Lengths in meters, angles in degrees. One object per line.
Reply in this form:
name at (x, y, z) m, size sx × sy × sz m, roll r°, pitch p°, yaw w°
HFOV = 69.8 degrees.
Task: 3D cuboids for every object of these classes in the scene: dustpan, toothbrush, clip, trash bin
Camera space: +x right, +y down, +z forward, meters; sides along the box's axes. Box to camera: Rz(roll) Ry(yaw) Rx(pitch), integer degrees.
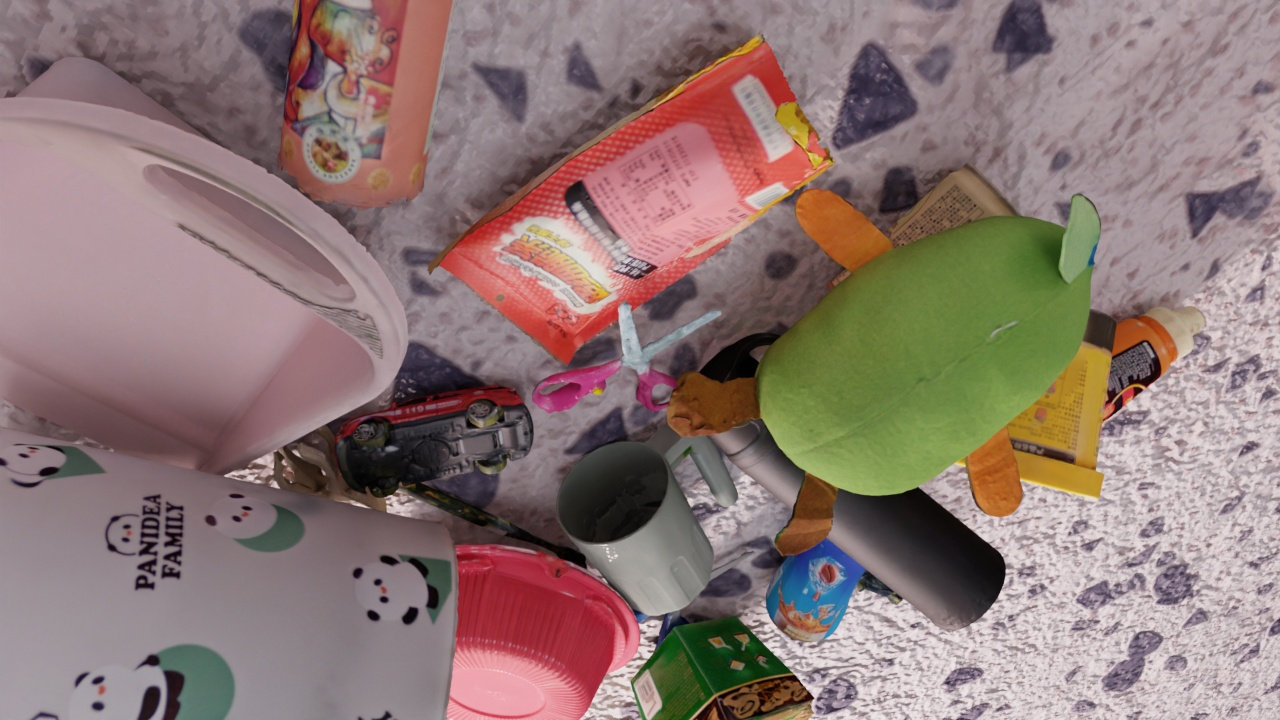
dustpan at (-0.245, -0.015, 0.428) m, size 0.274 × 0.138 × 0.222 m, roll -43°, pitch 128°, yaw 17°
toothbrush at (-0.107, 0.117, 0.652) m, size 0.185 × 0.017 × 0.012 m, roll 33°, pitch 109°, yaw -34°
clip at (-0.203, 0.077, 0.585) m, size 0.070 × 0.034 × 0.100 m, roll -19°, pitch 139°, yaw -2°
trash bin at (-0.245, 0.162, 0.499) m, size 0.251 × 0.229 × 0.230 m, roll 12°, pitch 123°, yaw -21°

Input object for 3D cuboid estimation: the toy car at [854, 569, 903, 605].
toy car at (0.211, 0.180, 0.788) m, size 0.090 × 0.034 × 0.043 m, roll 27°, pitch 113°, yaw -34°

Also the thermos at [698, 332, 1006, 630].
thermos at (0.143, 0.078, 0.611) m, size 0.242 × 0.068 × 0.090 m, roll 39°, pitch 110°, yaw -13°

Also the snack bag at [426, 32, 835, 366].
snack bag at (0.000, -0.080, 0.502) m, size 0.208 × 0.073 × 0.128 m, roll -32°, pitch 143°, yaw 16°

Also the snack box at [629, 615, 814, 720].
snack box at (0.058, 0.280, 0.758) m, size 0.117 × 0.105 × 0.118 m, roll 5°, pitch 126°, yaw -43°

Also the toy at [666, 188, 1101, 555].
toy at (0.147, 0.005, 0.518) m, size 0.247 × 0.090 × 0.227 m, roll -34°, pitch 105°, yaw 10°

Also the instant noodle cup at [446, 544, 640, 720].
instant noodle cup at (-0.099, 0.212, 0.661) m, size 0.194 × 0.065 × 0.194 m, roll 5°, pitch 136°, yaw 5°

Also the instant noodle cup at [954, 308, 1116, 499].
instant noodle cup at (0.250, 0.021, 0.603) m, size 0.118 × 0.118 × 0.114 m, roll 14°, pitch 89°, yaw -26°

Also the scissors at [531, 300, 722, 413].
scissors at (-0.003, 0.004, 0.575) m, size 0.133 × 0.017 × 0.133 m, roll -29°, pitch 145°, yaw 20°

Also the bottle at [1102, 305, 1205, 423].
bottle at (0.346, 0.004, 0.674) m, size 0.149 × 0.066 × 0.067 m, roll -30°, pitch 130°, yaw -1°

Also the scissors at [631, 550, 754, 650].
scissors at (0.018, 0.205, 0.753) m, size 0.176 × 0.012 × 0.162 m, roll -24°, pitch 137°, yaw -5°

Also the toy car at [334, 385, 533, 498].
toy car at (-0.128, 0.047, 0.572) m, size 0.120 × 0.045 × 0.053 m, roll -12°, pitch 128°, yaw -14°

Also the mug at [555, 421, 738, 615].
mug at (0.014, 0.107, 0.649) m, size 0.123 × 0.084 × 0.103 m, roll -42°, pitch 133°, yaw -15°

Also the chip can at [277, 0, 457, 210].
chip can at (-0.107, -0.173, 0.387) m, size 0.071 × 0.071 × 0.215 m, roll 6°, pitch 126°, yaw -21°

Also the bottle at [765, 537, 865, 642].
bottle at (0.160, 0.127, 0.710) m, size 0.065 × 0.065 × 0.219 m, roll 4°, pitch 126°, yaw -20°

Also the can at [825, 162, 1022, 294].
can at (0.175, -0.062, 0.567) m, size 0.116 × 0.058 × 0.058 m, roll -43°, pitch 127°, yaw 18°
